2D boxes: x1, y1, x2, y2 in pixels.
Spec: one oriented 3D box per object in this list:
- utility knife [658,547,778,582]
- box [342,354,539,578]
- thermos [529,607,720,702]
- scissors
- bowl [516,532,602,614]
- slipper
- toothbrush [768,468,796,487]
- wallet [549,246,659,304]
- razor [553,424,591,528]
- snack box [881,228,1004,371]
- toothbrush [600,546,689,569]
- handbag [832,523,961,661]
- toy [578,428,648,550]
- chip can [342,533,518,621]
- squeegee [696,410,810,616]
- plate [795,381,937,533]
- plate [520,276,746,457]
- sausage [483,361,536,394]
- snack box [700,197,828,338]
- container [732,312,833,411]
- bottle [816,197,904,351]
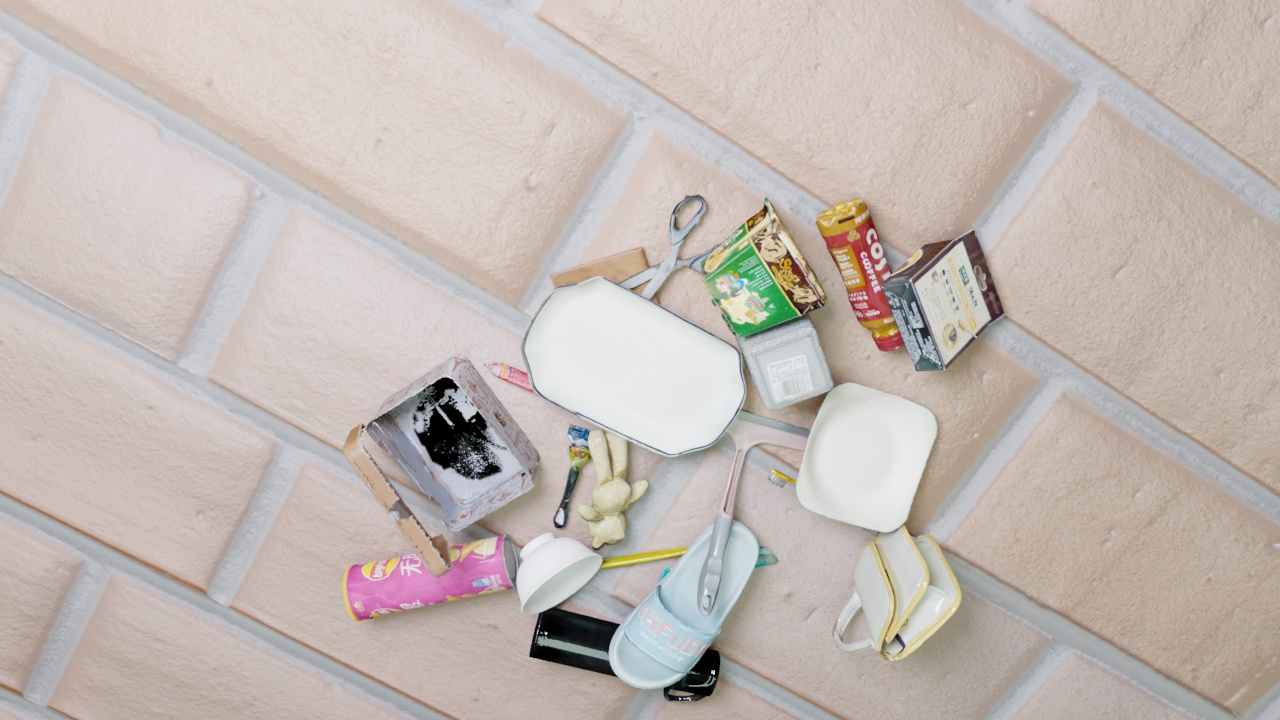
[{"bbox_3d":[0.099,0.267,1.184,0.157,0.013,0.029,-13,108,5],"label":"utility knife"},{"bbox_3d":[-0.233,0.122,1.045,0.157,0.192,0.183,-32,106,10],"label":"box"},{"bbox_3d":[-0.023,0.391,1.199,0.242,0.068,0.090,16,108,-5],"label":"thermos"},{"bbox_3d":[0.034,-0.110,1.042,0.175,0.014,0.159,2,104,-10],"label":"scissors"},{"bbox_3d":[-0.114,0.256,1.149,0.118,0.118,0.064,-46,65,14],"label":"bowl"},{"bbox_3d":[0.060,0.306,1.131,0.104,0.074,0.245,37,91,1],"label":"slipper"},{"bbox_3d":[0.220,0.172,1.115,0.191,0.016,0.018,31,97,-32],"label":"toothbrush"},{"bbox_3d":[-0.037,-0.069,1.069,0.115,0.020,0.101,-16,106,8],"label":"wallet"},{"bbox_3d":[-0.086,0.150,1.142,0.042,0.022,0.143,16,109,-3],"label":"razor"},{"bbox_3d":[0.339,-0.067,1.027,0.125,0.053,0.113,-37,110,-33],"label":"snack box"},{"bbox_3d":[0.042,0.251,1.178,0.190,0.015,0.017,-9,115,4],"label":"toothbrush"},{"bbox_3d":[0.291,0.291,1.111,0.063,0.163,0.179,34,106,-8],"label":"handbag"},{"bbox_3d":[-0.041,0.155,1.123,0.066,0.104,0.157,19,119,40],"label":"toy"},{"bbox_3d":[-0.263,0.274,1.161,0.210,0.071,0.071,-13,108,5],"label":"chip can"},{"bbox_3d":[0.104,0.184,1.113,0.247,0.040,0.249,16,79,-5],"label":"squeegee"},{"bbox_3d":[0.265,0.114,1.100,0.163,0.034,0.164,18,93,-18],"label":"plate"},{"bbox_3d":[-0.006,0.006,1.052,0.265,0.034,0.162,26,108,-14],"label":"plate"},{"bbox_3d":[-0.117,0.035,1.105,0.156,0.020,0.020,25,107,-8],"label":"sausage"},{"bbox_3d":[0.128,-0.095,1.006,0.106,0.117,0.118,-30,108,14],"label":"snack box"},{"bbox_3d":[0.162,-0.006,1.036,0.090,0.114,0.090,-21,107,7],"label":"container"},{"bbox_3d":[0.256,-0.094,1.035,0.057,0.057,0.175,-25,107,9],"label":"bottle"}]
